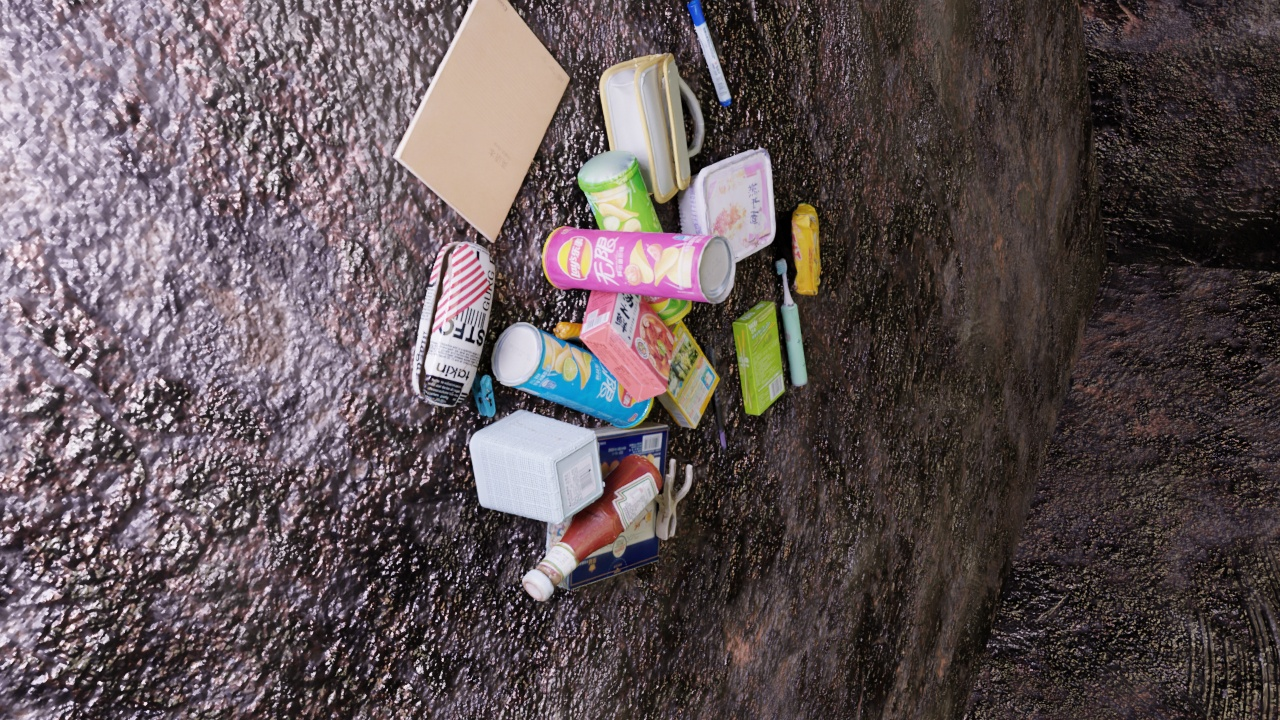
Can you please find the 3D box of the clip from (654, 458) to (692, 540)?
[{"bbox_3d":[0.028,0.173,1.153,0.094,0.035,0.102,25,84,-57],"label":"clip"}]

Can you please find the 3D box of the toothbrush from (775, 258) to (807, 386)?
[{"bbox_3d":[0.241,-0.059,1.464,0.027,0.026,0.225,-25,119,-23],"label":"toothbrush"}]

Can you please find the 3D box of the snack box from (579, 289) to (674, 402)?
[{"bbox_3d":[-0.011,-0.035,1.057,0.113,0.044,0.126,49,30,-29],"label":"snack box"}]

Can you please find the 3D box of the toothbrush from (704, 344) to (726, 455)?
[{"bbox_3d":[0.113,0.060,1.330,0.014,0.017,0.189,-40,128,-42],"label":"toothbrush"}]

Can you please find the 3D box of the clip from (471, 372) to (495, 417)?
[{"bbox_3d":[-0.163,0.036,0.956,0.015,0.049,0.057,-45,139,-41],"label":"clip"}]

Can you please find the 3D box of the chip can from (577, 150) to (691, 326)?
[{"bbox_3d":[-0.005,-0.141,1.084,0.072,0.073,0.221,-52,134,-33],"label":"chip can"}]

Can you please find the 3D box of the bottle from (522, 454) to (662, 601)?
[{"bbox_3d":[-0.053,0.186,1.026,0.205,0.060,0.060,-43,129,-37],"label":"bottle"}]

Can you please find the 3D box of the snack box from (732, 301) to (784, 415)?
[{"bbox_3d":[0.182,-0.004,1.398,0.085,0.026,0.156,-37,126,-43],"label":"snack box"}]

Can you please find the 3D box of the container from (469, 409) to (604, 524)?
[{"bbox_3d":[-0.106,0.114,0.971,0.089,0.112,0.090,-28,119,-46],"label":"container"}]

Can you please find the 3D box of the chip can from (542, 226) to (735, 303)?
[{"bbox_3d":[-0.005,-0.103,0.976,0.071,0.211,0.071,-15,109,-50],"label":"chip can"}]

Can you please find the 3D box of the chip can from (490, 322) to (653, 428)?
[{"bbox_3d":[-0.071,0.020,1.032,0.210,0.071,0.071,26,76,-52],"label":"chip can"}]

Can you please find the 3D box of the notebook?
[{"bbox_3d":[-0.151,-0.248,0.921,0.149,0.012,0.211,41,65,-50],"label":"notebook"}]

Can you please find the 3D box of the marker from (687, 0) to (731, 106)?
[{"bbox_3d":[0.092,-0.401,1.204,0.016,0.017,0.146,-54,135,-31],"label":"marker"}]

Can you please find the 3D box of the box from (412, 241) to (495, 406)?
[{"bbox_3d":[-0.177,-0.035,0.893,0.071,0.060,0.164,11,88,-37],"label":"box"}]

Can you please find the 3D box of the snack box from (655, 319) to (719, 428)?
[{"bbox_3d":[0.052,0.018,1.228,0.086,0.034,0.140,-62,141,-24],"label":"snack box"}]

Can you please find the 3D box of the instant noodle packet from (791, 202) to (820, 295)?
[{"bbox_3d":[0.257,-0.174,1.429,0.110,0.044,0.128,-67,152,-65],"label":"instant noodle packet"}]

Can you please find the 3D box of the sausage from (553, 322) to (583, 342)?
[{"bbox_3d":[-0.048,-0.031,1.092,0.165,0.021,0.021,4,94,-53],"label":"sausage"}]

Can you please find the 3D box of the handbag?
[{"bbox_3d":[0.034,-0.290,1.119,0.178,0.063,0.163,-40,129,-46],"label":"handbag"}]

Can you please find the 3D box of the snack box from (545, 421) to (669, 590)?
[{"bbox_3d":[-0.039,0.172,1.128,0.177,0.046,0.182,-2,99,-53],"label":"snack box"}]

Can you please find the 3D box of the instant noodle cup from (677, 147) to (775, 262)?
[{"bbox_3d":[0.112,-0.206,1.237,0.173,0.060,0.138,-32,122,-47],"label":"instant noodle cup"}]
